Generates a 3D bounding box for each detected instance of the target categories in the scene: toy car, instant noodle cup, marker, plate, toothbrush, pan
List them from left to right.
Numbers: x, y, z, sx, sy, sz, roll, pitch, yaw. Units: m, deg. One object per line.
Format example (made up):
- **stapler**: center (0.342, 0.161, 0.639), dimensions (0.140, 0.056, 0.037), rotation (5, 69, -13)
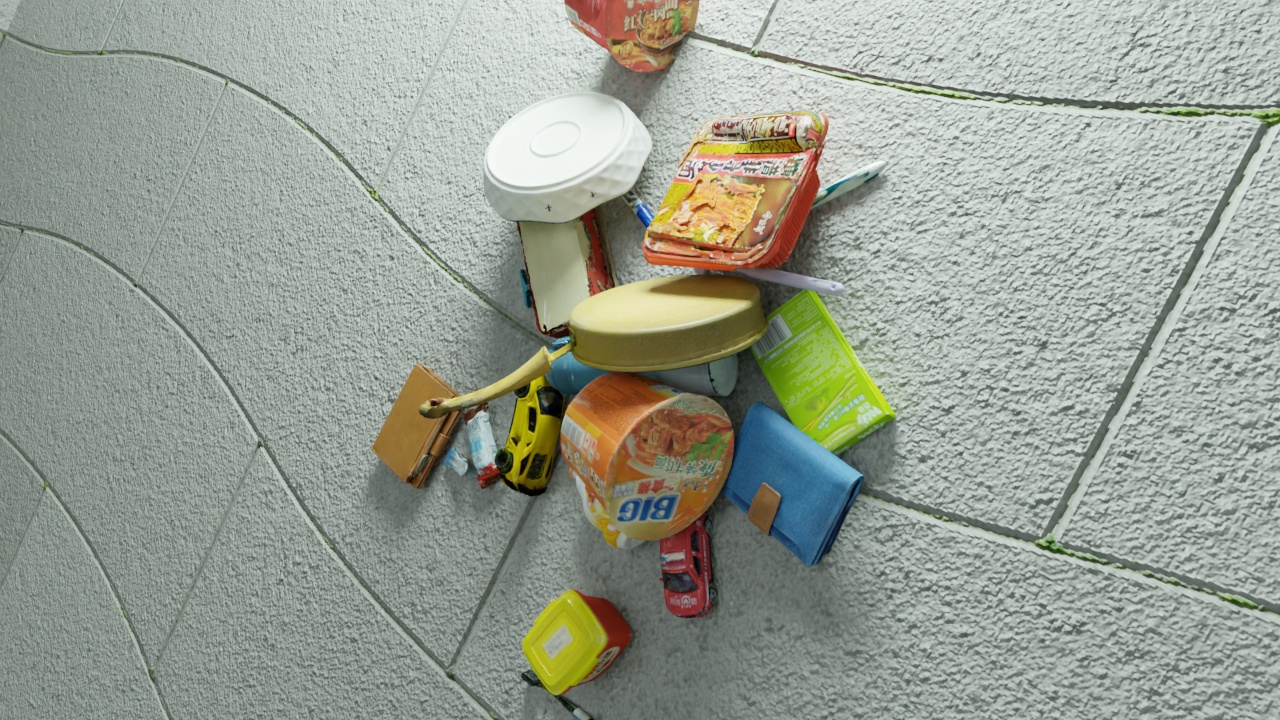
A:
- **toy car**: center (-0.120, 0.076, 1.044), dimensions (0.041, 0.071, 0.155), rotation (7, 82, 35)
- **plate**: center (-0.092, -0.242, 1.063), dimensions (0.205, 0.045, 0.204), rotation (-10, 49, 11)
- **toothbrush**: center (-0.059, 0.379, 0.965), dimensions (0.186, 0.017, 0.012), rotation (25, 89, 34)
- **pan**: center (-0.050, -0.010, 0.912), dimensions (0.357, 0.197, 0.078), rotation (-10, 108, -3)
- **marker**: center (-0.021, -0.203, 1.082), dimensions (0.017, 0.017, 0.145), rotation (-45, 59, 16)
- **instant noodle cup**: center (-0.018, -0.420, 1.067), dimensions (0.108, 0.137, 0.138), rotation (39, 100, 39)
- **instant noodle cup**: center (0.000, 0.083, 0.896), dimensions (0.111, 0.151, 0.151), rotation (32, 96, 48)
- **toy car**: center (0.044, 0.199, 0.928), dimensions (0.053, 0.045, 0.120), rotation (-14, 73, 31)
- **instant noodle cup**: center (0.103, -0.161, 0.933), dimensions (0.165, 0.079, 0.188), rotation (11, 68, 42)
- **toothbrush**: center (0.128, -0.087, 0.937), dimensions (0.189, 0.021, 0.029), rotation (19, 84, 44)
- **toothbrush**: center (0.165, -0.159, 0.951), dimensions (0.192, 0.018, 0.016), rotation (-26, 65, 26)

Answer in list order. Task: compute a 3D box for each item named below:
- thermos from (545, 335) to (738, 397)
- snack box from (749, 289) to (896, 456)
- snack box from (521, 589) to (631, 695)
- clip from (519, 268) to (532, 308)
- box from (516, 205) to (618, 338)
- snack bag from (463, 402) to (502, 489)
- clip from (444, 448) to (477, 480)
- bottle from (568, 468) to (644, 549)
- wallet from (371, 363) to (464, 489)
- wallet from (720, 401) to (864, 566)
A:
- **thermos**: center (-0.006, 0.006, 0.992), dimensions (0.221, 0.070, 0.070), rotation (0, 78, 32)
- **snack box**: center (0.172, 0.014, 0.900), dimensions (0.086, 0.026, 0.156), rotation (-38, 61, 20)
- **snack box**: center (-0.063, 0.289, 0.952), dimensions (0.091, 0.080, 0.082), rotation (-50, 59, 13)
- **clip**: center (-0.135, -0.092, 1.130), dimensions (0.041, 0.014, 0.056), rotation (-20, 69, 28)
- **box**: center (-0.086, -0.112, 1.064), dimensions (0.091, 0.078, 0.168), rotation (-24, 67, 27)
- **snack bag**: center (-0.191, 0.101, 1.111), dimensions (0.045, 0.026, 0.105), rotation (-35, 61, 31)
- **clip**: center (-0.220, 0.129, 1.132), dimensions (0.057, 0.028, 0.024), rotation (24, 89, 43)
- **bottle**: center (-0.033, 0.148, 0.976), dimensions (0.063, 0.063, 0.108), rotation (-52, 58, 11)
- **wallet**: center (-0.284, 0.083, 1.172), dimensions (0.108, 0.031, 0.132), rotation (32, 97, 37)
- **wallet**: center (0.138, 0.117, 0.876), dimensions (0.133, 0.040, 0.106), rotation (39, 119, 36)
